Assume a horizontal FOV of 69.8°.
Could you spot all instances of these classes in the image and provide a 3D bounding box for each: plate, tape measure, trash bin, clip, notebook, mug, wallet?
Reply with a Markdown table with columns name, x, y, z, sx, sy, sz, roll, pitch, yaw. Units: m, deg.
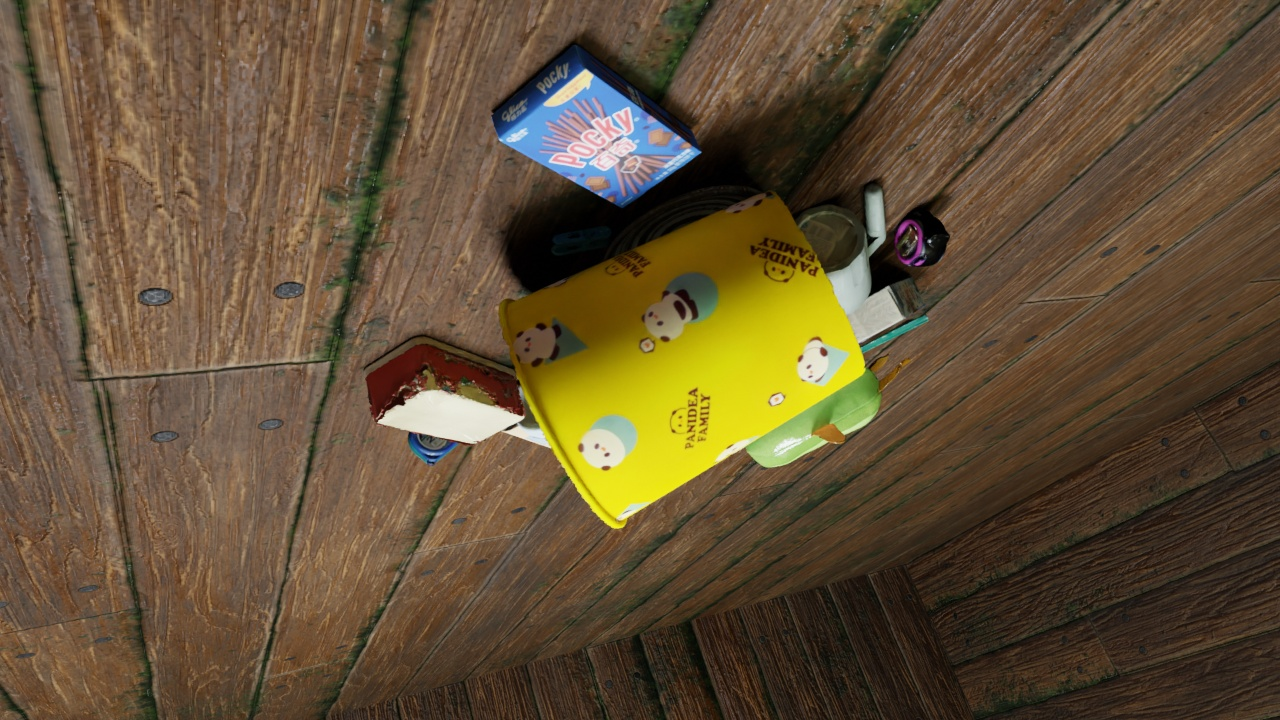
| name | x | y | z | sx | sy | sz | roll | pitch | yaw |
| --- | --- | --- | --- | --- | --- | --- | --- | --- | --- |
| plate | 0.045 | -0.116 | 0.879 | 0.179 | 0.024 | 0.180 | -16 | 157 | -7 |
| tape measure | -0.239 | 0.089 | 1.057 | 0.058 | 0.054 | 0.025 | -43 | 172 | -41 |
| trash bin | 0.041 | -0.010 | 0.816 | 0.255 | 0.229 | 0.229 | -27 | 155 | 5 |
| clip | -0.053 | -0.108 | 0.831 | 0.056 | 0.014 | 0.043 | -11 | 154 | -15 |
| notebook | 0.244 | -0.001 | 1.120 | 0.209 | 0.012 | 0.150 | -28 | 175 | 8 |
| mug | 0.208 | -0.116 | 0.950 | 0.124 | 0.083 | 0.103 | -47 | 154 | -5 |
| tape measure | 0.304 | -0.131 | 1.001 | 0.039 | 0.057 | 0.058 | -4 | 138 | -20 |
| wallet | -0.114 | 0.081 | 1.177 | 0.087 | 0.024 | 0.115 | -23 | 155 | 19 |

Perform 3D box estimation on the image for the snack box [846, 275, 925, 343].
| name | x | y | z | sx | sy | sz | roll | pitch | yaw |
| --- | --- | --- | --- | --- | --- | --- | --- | --- | --- |
| snack box | 0.242 | -0.034 | 1.103 | 0.178 | 0.046 | 0.182 | -31 | 175 | 25 |

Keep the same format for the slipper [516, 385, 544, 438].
| name | x | y | z | sx | sy | sz | roll | pitch | yaw |
| --- | --- | --- | --- | --- | --- | --- | --- | --- | --- |
| slipper | -0.050 | 0.013 | 0.989 | 0.246 | 0.104 | 0.074 | -24 | 151 | 28 |

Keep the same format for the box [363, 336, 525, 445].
| name | x | y | z | sx | sy | sz | roll | pitch | yaw |
| --- | --- | --- | --- | --- | --- | --- | --- | --- | --- |
| box | -0.198 | 0.043 | 0.963 | 0.091 | 0.076 | 0.168 | -29 | 155 | 20 |

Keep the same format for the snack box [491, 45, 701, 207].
| name | x | y | z | sx | sy | sz | roll | pitch | yaw |
| --- | --- | --- | --- | --- | --- | --- | --- | --- | --- |
| snack box | -0.029 | -0.171 | 0.698 | 0.085 | 0.026 | 0.157 | -31 | 154 | 26 |

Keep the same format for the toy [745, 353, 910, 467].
| name | x | y | z | sx | sy | sz | roll | pitch | yaw |
| --- | --- | --- | --- | --- | --- | --- | --- | --- | --- |
| toy | 0.241 | 0.064 | 1.215 | 0.247 | 0.090 | 0.226 | -30 | -172 | 6 |
